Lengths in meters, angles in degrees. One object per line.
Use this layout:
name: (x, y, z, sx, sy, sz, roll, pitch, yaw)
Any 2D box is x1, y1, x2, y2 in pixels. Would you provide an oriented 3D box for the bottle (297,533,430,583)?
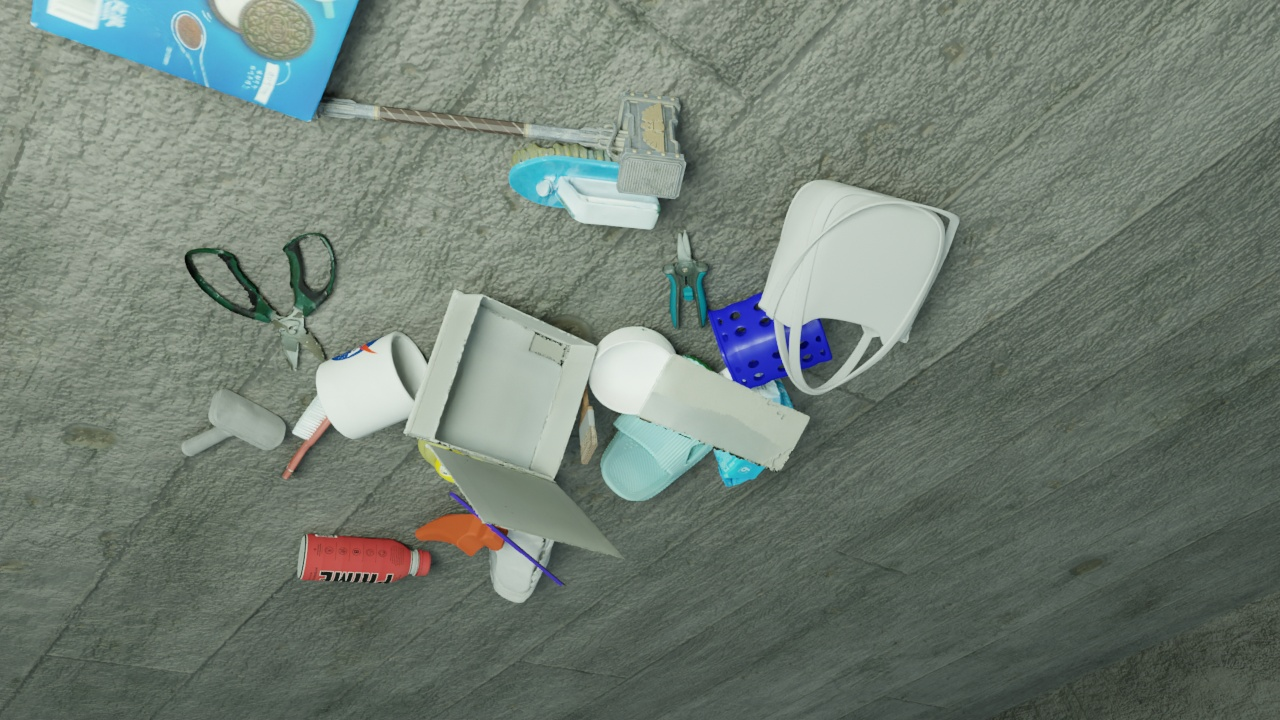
bottle: (-0.386, 0.281, 1.293, 0.176, 0.062, 0.062, 9, 136, -24)

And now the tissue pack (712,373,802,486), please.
tissue pack: (0.138, 0.084, 1.149, 0.061, 0.092, 0.145, 8, 137, -34)

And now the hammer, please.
hammer: (-0.125, -0.201, 0.786, 0.322, 0.098, 0.044, 5, 138, -7)

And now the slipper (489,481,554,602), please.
slipper: (-0.160, 0.248, 1.303, 0.112, 0.074, 0.247, 13, 131, -2)

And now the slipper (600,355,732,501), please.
slipper: (0.020, 0.104, 1.156, 0.116, 0.069, 0.277, 39, 132, 1)

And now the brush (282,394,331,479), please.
brush: (-0.396, 0.087, 1.084, 0.030, 0.040, 0.173, 32, 128, -19)

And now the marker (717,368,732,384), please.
marker: (0.076, 0.037, 1.140, 0.017, 0.020, 0.134, 6, 148, -44)

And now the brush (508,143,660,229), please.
brush: (-0.053, -0.159, 0.846, 0.135, 0.075, 0.056, 3, 137, -19)

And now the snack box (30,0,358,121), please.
snack box: (-0.289, -0.302, 0.632, 0.195, 0.056, 0.240, 15, 132, -29)

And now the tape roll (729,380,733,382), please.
tape roll: (0.112, 0.048, 1.182, 0.093, 0.013, 0.093, -8, 141, -6)

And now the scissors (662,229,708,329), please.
scissors: (0.056, -0.084, 1.006, 0.138, 0.019, 0.129, 29, 132, -30)

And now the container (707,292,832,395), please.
container: (0.148, -0.028, 1.047, 0.114, 0.084, 0.085, -21, 138, 9)

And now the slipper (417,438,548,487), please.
slipper: (-0.197, 0.147, 1.149, 0.190, 0.081, 0.092, 36, 125, -26)

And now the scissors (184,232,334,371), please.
scissors: (-0.385, -0.053, 0.933, 0.154, 0.015, 0.210, 1, 137, -19)

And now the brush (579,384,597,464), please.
brush: (-0.063, 0.043, 1.029, 0.008, 0.142, 0.045, 4, 146, -17)

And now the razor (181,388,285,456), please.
razor: (-0.483, 0.084, 1.054, 0.116, 0.047, 0.088, -23, 140, 24)

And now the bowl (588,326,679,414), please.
bowl: (-0.006, 0.006, 1.060, 0.105, 0.054, 0.105, 1, 125, 2)

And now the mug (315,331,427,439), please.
mug: (-0.282, 0.028, 1.008, 0.090, 0.091, 0.121, -22, 173, 9)

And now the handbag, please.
handbag: (0.227, -0.063, 0.958, 0.215, 0.095, 0.223, 9, 106, -24)

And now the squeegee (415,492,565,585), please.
squeegee: (-0.236, 0.236, 1.254, 0.185, 0.055, 0.249, -7, 139, 33)

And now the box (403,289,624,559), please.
box: (-0.123, 0.165, 0.878, 0.166, 0.505, 0.149, 24, 133, -37)
